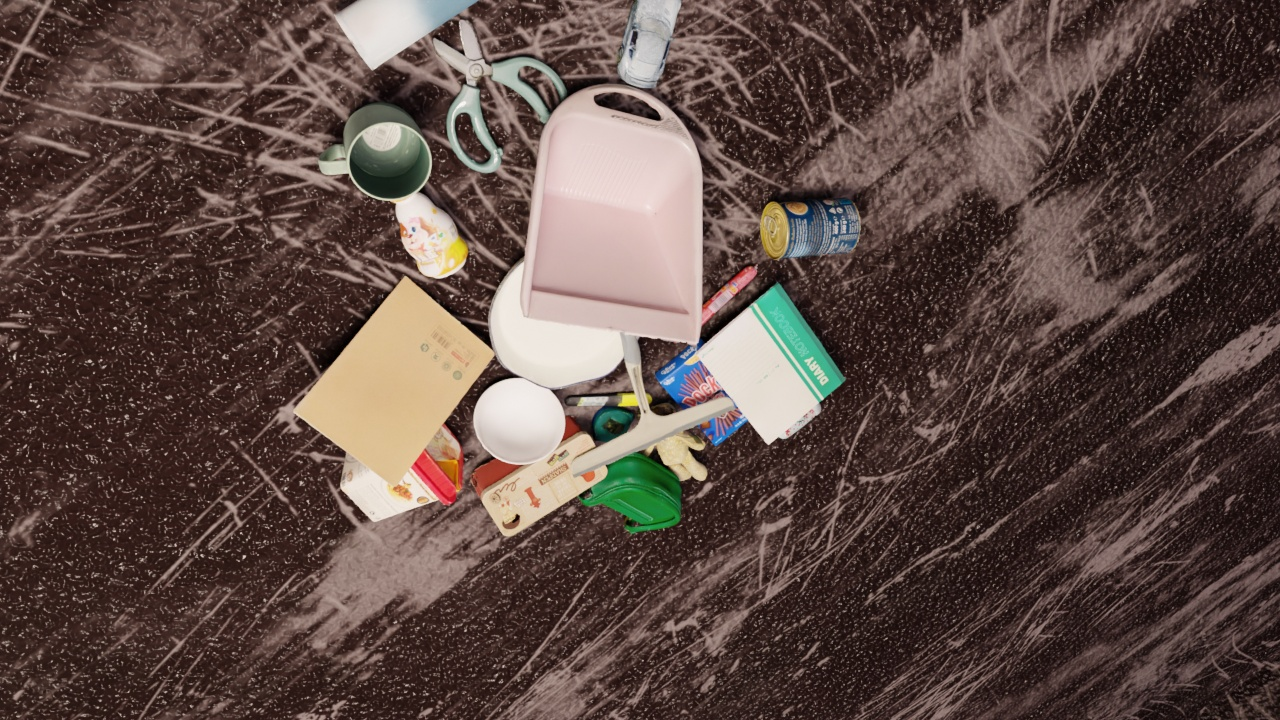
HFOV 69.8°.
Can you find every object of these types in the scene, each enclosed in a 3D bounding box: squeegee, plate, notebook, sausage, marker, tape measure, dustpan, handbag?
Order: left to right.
[{"bbox_3d":[-0.285,0.024,1.087,0.148,0.008,0.207,43,65,-21],"label":"notebook"},{"bbox_3d":[-0.094,-0.062,1.170,0.204,0.045,0.205,-10,121,-17],"label":"plate"},{"bbox_3d":[-0.045,0.054,1.273,0.124,0.015,0.018,-1,117,-17],"label":"marker"},{"bbox_3d":[-0.041,0.091,1.287,0.054,0.025,0.058,22,107,-31],"label":"tape measure"},{"bbox_3d":[-0.023,-0.172,1.042,0.222,0.273,0.139,5,144,-27],"label":"dustpan"},{"bbox_3d":[-0.011,0.197,1.321,0.120,0.067,0.131,-33,131,31],"label":"handbag"},{"bbox_3d":[-0.007,0.007,1.195,0.246,0.039,0.247,-22,126,-13],"label":"squeegee"},{"bbox_3d":[0.102,-0.078,1.251,0.156,0.020,0.020,-43,124,6],"label":"sausage"},{"bbox_3d":[0.186,0.009,1.288,0.150,0.012,0.209,-41,123,1],"label":"notebook"}]

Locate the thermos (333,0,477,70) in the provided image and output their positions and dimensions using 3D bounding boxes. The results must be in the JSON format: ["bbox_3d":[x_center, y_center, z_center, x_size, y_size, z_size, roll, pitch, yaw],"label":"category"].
[{"bbox_3d":[-0.204,-0.385,0.939,0.220,0.070,0.070,-34,124,-1],"label":"thermos"}]

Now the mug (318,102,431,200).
[{"bbox_3d":[-0.284,-0.221,0.971,0.111,0.106,0.082,-15,123,-13],"label":"mug"}]

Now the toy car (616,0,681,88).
[{"bbox_3d":[0.011,-0.372,1.043,0.054,0.037,0.121,7,112,-24],"label":"toy car"}]

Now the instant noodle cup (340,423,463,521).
[{"bbox_3d":[-0.304,0.135,1.167,0.124,0.116,0.117,-26,124,9],"label":"instant noodle cup"}]

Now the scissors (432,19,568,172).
[{"bbox_3d":[-0.151,-0.303,1.031,0.177,0.019,0.174,-15,121,-12],"label":"scissors"}]

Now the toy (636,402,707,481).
[{"bbox_3d":[0.051,0.122,1.324,0.105,0.066,0.157,-3,135,30],"label":"toy"}]

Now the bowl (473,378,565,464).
[{"bbox_3d":[-0.162,0.089,1.208,0.118,0.118,0.065,-7,158,-17],"label":"bowl"}]

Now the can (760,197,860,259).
[{"bbox_3d":[0.225,-0.175,1.210,0.111,0.075,0.075,-7,120,-18],"label":"can"}]

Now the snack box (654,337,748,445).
[{"bbox_3d":[0.097,0.047,1.314,0.084,0.026,0.157,-39,124,4],"label":"snack box"}]

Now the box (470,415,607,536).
[{"bbox_3d":[-0.142,0.155,1.261,0.168,0.079,0.091,-31,123,-10],"label":"box"}]

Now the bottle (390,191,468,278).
[{"bbox_3d":[-0.245,-0.149,1.053,0.063,0.063,0.108,-29,124,-4],"label":"bottle"}]

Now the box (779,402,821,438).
[{"bbox_3d":[0.199,0.026,1.328,0.087,0.048,0.201,-33,123,-2],"label":"box"}]
